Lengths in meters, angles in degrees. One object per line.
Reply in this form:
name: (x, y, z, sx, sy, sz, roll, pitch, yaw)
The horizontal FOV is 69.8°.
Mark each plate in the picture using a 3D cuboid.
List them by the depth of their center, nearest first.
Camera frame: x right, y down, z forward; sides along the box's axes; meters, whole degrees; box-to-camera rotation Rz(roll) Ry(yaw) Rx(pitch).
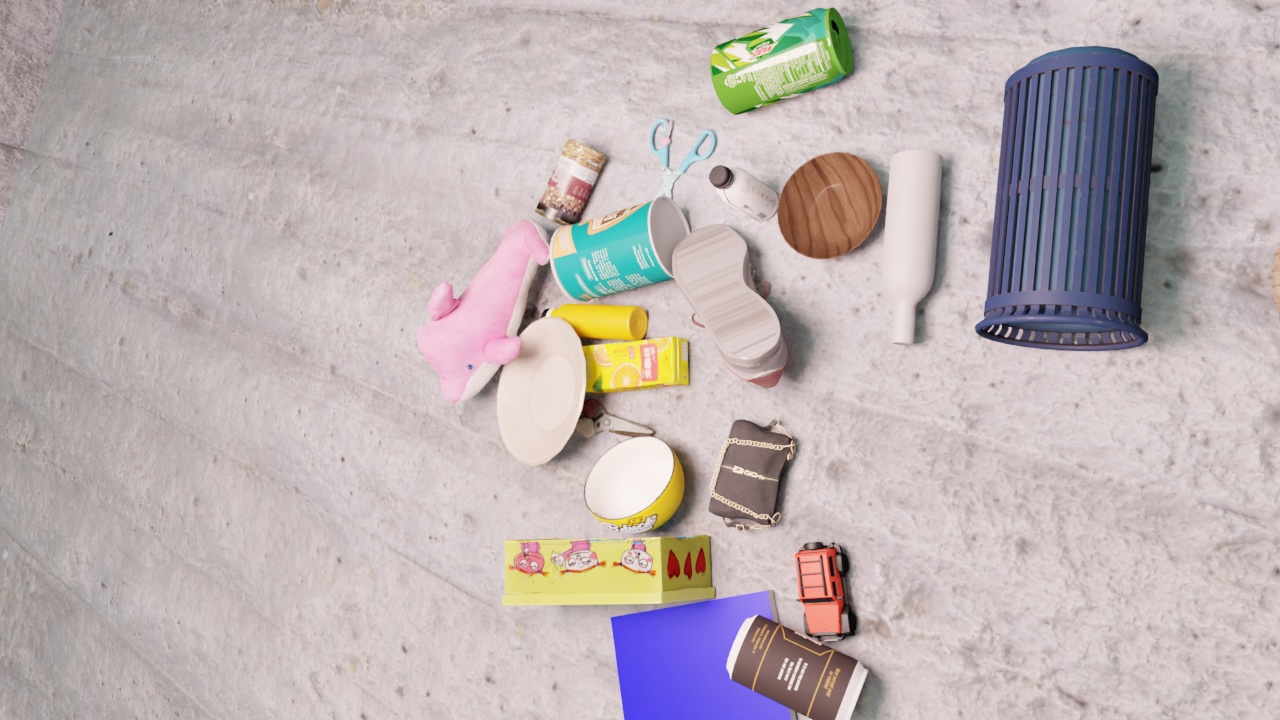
plate: (-0.119, 0.039, 1.159, 0.189, 0.027, 0.188, -16, 69, 46)

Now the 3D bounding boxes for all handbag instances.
handbag: (0.126, 0.125, 1.011, 0.079, 0.054, 0.128, 15, 87, 23)

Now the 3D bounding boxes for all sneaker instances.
sneaker: (0.103, -0.057, 1.034, 0.099, 0.089, 0.235, -19, 45, 3)

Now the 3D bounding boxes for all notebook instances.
notebook: (0.067, 0.359, 1.023, 0.210, 0.022, 0.171, -19, 71, 30)

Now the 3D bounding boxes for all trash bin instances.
trash bin: (0.387, -0.143, 0.827, 0.139, 0.139, 0.249, 3, 82, 33)

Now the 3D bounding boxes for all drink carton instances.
drink carton: (-0.007, 0.007, 1.116, 0.135, 0.042, 0.058, -6, 81, 33)

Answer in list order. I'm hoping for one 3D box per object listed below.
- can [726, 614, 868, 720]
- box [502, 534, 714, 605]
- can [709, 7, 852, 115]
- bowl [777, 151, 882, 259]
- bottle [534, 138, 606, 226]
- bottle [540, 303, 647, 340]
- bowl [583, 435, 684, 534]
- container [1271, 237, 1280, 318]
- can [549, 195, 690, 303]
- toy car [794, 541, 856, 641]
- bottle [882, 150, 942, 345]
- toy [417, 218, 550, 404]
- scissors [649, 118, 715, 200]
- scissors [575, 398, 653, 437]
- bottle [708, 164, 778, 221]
can: (0.157, 0.314, 0.926, 0.129, 0.071, 0.072, 21, 94, 20)
box: (-0.038, 0.240, 1.051, 0.221, 0.124, 0.079, -6, 79, 30)
can: (0.159, -0.338, 1.039, 0.144, 0.083, 0.083, -10, 76, 31)
bowl: (0.211, -0.166, 1.007, 0.119, 0.032, 0.119, -6, 79, 32)
bottle: (-0.092, -0.231, 1.201, 0.056, 0.056, 0.105, 31, 100, 33)
bottle: (-0.062, -0.050, 1.160, 0.144, 0.043, 0.043, 4, 84, 34)
bowl: (0.000, 0.152, 1.060, 0.117, 0.067, 0.117, -20, 40, 18)
container: (0.588, -0.083, 0.647, 0.227, 0.196, 0.226, -6, 79, 32)
can: (-0.023, -0.133, 1.114, 0.144, 0.099, 0.099, -11, 76, 31)
toy car: (0.187, 0.238, 0.946, 0.051, 0.048, 0.100, -13, 76, 31)
bottle: (0.277, -0.113, 0.943, 0.053, 0.052, 0.195, 2, 83, 33)
toy: (-0.211, -0.069, 1.182, 0.266, 0.127, 0.186, -61, 32, 8)
scissors: (0.050, -0.240, 1.140, 0.118, 0.015, 0.139, -6, 85, 33)
scissors: (-0.066, 0.067, 1.160, 0.189, 0.015, 0.140, -25, 68, 27)
bottle: (0.113, -0.190, 1.024, 0.041, 0.116, 0.041, -6, 79, 32)
